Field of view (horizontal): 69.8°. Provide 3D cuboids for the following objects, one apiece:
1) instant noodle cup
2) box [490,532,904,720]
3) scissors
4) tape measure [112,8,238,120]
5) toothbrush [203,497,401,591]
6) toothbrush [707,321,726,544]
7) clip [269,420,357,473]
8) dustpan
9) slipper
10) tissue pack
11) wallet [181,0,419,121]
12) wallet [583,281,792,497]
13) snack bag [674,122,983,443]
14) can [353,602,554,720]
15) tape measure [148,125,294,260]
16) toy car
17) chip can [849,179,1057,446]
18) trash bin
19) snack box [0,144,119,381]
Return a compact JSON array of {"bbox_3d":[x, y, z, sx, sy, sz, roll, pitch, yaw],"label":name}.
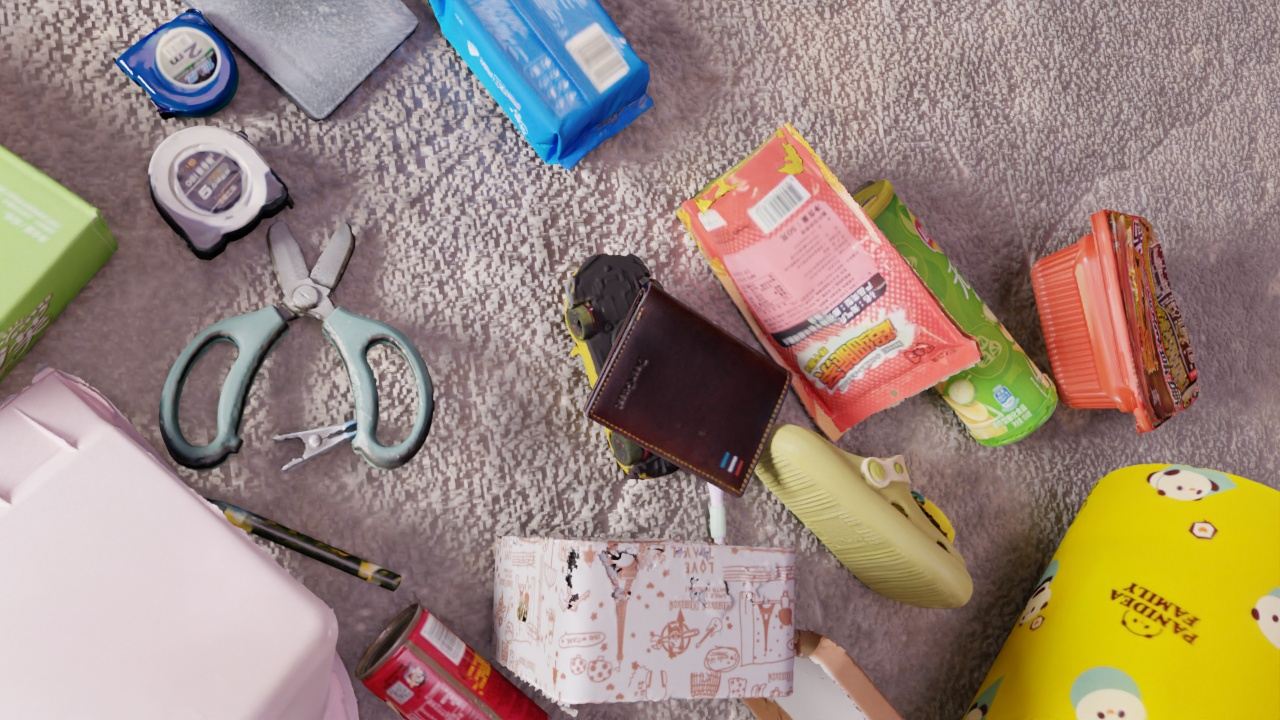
[{"bbox_3d":[0.369,-0.029,0.717,0.188,0.079,0.164,-6,84,-52],"label":"instant noodle cup"},{"bbox_3d":[0.045,0.170,0.538,0.274,0.179,0.124,29,72,-15],"label":"box"},{"bbox_3d":[-0.210,0.001,0.532,0.179,0.019,0.172,-25,79,-15],"label":"scissors"},{"bbox_3d":[-0.265,-0.169,0.536,0.058,0.025,0.054,-42,101,-11],"label":"tape measure"},{"bbox_3d":[-0.223,0.091,0.530,0.185,0.012,0.017,28,64,-16],"label":"toothbrush"},{"bbox_3d":[0.055,0.066,0.638,0.021,0.029,0.189,-6,84,14],"label":"toothbrush"},{"bbox_3d":[-0.188,0.048,0.543,0.057,0.025,0.029,-17,86,-18],"label":"clip"},{"bbox_3d":[-0.269,0.176,0.448,0.273,0.139,0.221,34,46,4],"label":"dustpan"},{"bbox_3d":[0.163,0.097,0.642,0.190,0.092,0.081,41,69,-9],"label":"slipper"},{"bbox_3d":[-0.067,-0.209,0.604,0.094,0.052,0.157,-42,100,-22],"label":"tissue pack"},{"bbox_3d":[-0.213,-0.220,0.568,0.121,0.019,0.097,43,73,-13],"label":"wallet"},{"bbox_3d":[0.033,0.020,0.593,0.122,0.020,0.096,30,74,-19],"label":"wallet"},{"bbox_3d":[0.123,-0.051,0.634,0.208,0.129,0.073,51,34,-6],"label":"snack bag"},{"bbox_3d":[-0.101,0.206,0.542,0.133,0.053,0.053,45,70,-11],"label":"can"},{"bbox_3d":[-0.247,-0.100,0.531,0.065,0.034,0.066,-40,101,-22],"label":"tape measure"},{"bbox_3d":[-0.004,0.003,0.609,0.071,0.041,0.156,-24,98,-26],"label":"toy car"},{"bbox_3d":[0.221,-0.031,0.686,0.221,0.073,0.072,47,70,-11],"label":"chip can"},{"bbox_3d":[0.365,0.227,0.641,0.229,0.230,0.254,42,65,-12],"label":"trash bin"},{"bbox_3d":[-0.402,-0.069,0.447,0.210,0.070,0.157,37,72,-14],"label":"snack box"}]
